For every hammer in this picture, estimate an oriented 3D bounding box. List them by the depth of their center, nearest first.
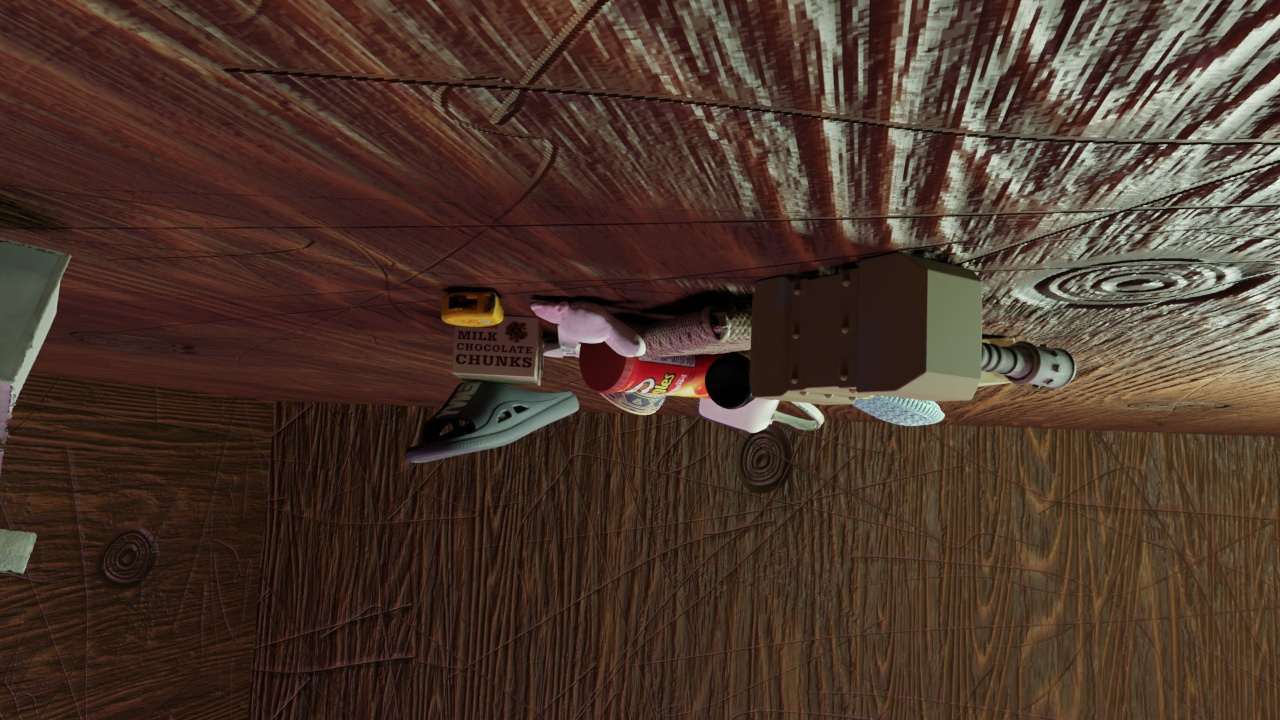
[{"bbox_3d":[0.274,-0.007,0.806,0.324,0.100,0.191,7,173,-33],"label":"hammer"}]

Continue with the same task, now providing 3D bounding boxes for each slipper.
[{"bbox_3d":[-0.178,0.059,1.141,0.111,0.083,0.267,-11,-175,35],"label":"slipper"},{"bbox_3d":[0.310,0.026,1.289,0.276,0.069,0.116,20,168,-15],"label":"slipper"}]

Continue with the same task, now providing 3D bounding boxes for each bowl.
[{"bbox_3d":[-0.007,0.007,1.154,0.112,0.112,0.061,8,129,-41],"label":"bowl"}]

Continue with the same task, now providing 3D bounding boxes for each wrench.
[{"bbox_3d":[-0.093,-0.027,1.183,0.066,0.018,0.273,4,173,-6],"label":"wrench"}]

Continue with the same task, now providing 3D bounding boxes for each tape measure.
[{"bbox_3d":[-0.169,-0.052,0.917,0.059,0.030,0.068,3,172,1],"label":"tape measure"}]

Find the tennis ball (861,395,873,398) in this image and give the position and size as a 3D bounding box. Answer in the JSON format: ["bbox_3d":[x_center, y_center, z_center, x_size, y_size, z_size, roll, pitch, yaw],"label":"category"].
[{"bbox_3d":[0.286,0.017,1.191,0.065,0.065,0.065,3,174,0],"label":"tennis ball"}]

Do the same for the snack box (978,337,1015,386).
[{"bbox_3d":[0.308,0.009,1.080,0.207,0.055,0.153,-2,175,-15],"label":"snack box"}]

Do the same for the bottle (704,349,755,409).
[{"bbox_3d":[0.141,0.006,1.078,0.059,0.059,0.181,-1,-167,32],"label":"bottle"}]

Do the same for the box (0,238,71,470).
[{"bbox_3d":[-0.513,0.146,0.561,0.167,0.527,0.234,14,167,-25],"label":"box"}]

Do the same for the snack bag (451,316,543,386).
[{"bbox_3d":[-0.174,-0.007,1.157,0.094,0.070,0.206,3,174,-3],"label":"snack bag"}]

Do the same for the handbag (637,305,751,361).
[{"bbox_3d":[0.084,-0.032,0.930,0.124,0.047,0.186,-3,177,-24],"label":"handbag"}]

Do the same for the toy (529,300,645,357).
[{"bbox_3d":[-0.053,-0.038,0.939,0.125,0.037,0.076,24,167,-7],"label":"toy"}]

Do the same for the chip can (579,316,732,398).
[{"bbox_3d":[0.036,0.003,1.084,0.213,0.087,0.087,7,173,-42],"label":"chip can"}]

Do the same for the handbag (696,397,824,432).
[{"bbox_3d":[0.173,0.049,1.281,0.176,0.073,0.151,19,158,8],"label":"handbag"}]
